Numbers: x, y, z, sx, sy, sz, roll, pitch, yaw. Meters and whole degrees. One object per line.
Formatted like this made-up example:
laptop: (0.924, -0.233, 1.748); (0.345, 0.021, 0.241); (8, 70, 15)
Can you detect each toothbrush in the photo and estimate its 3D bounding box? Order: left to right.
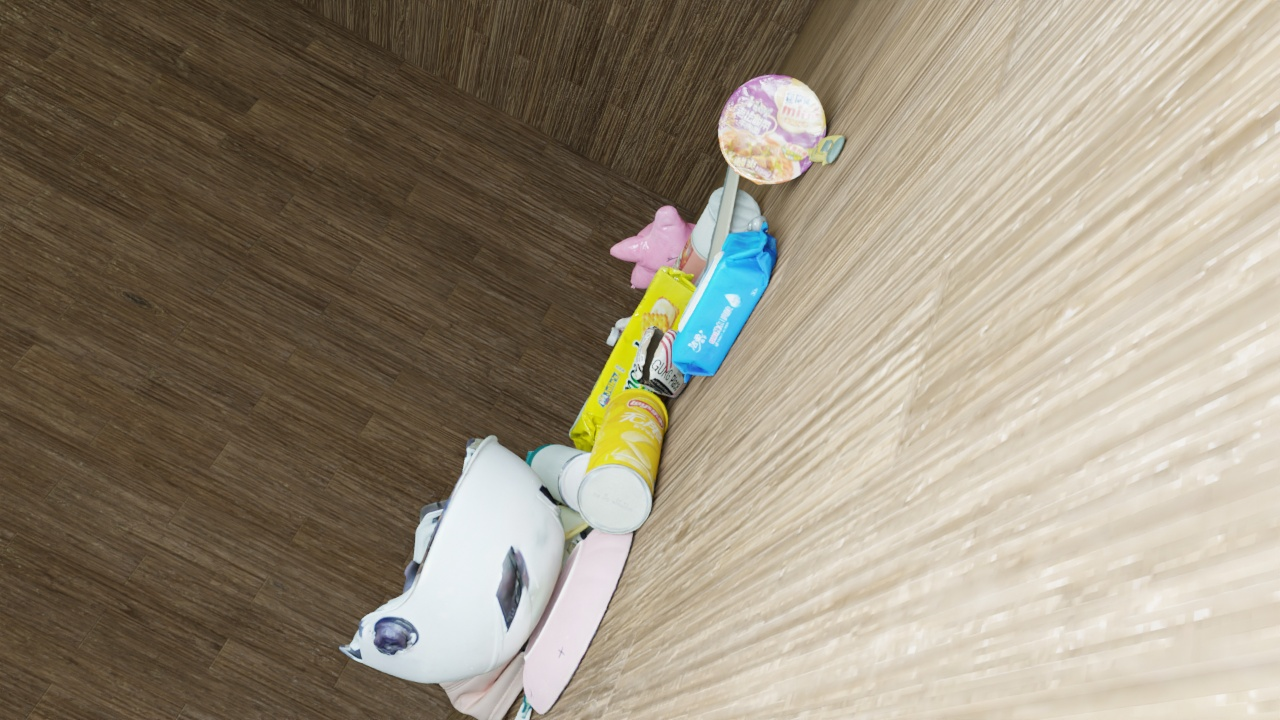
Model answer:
toothbrush: (-0.113, 0.346, 0.918); (0.191, 0.016, 0.018); (-71, -1, -73)

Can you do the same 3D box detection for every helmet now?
helmet: (-0.153, 0.200, 0.862); (0.259, 0.146, 0.228); (-51, 11, 38)

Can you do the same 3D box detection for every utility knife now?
utility knife: (0.174, -0.197, 0.863); (0.031, 0.018, 0.151); (-56, 0, 12)

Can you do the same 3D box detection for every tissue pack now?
tissue pack: (0.078, -0.060, 0.873); (0.157, 0.052, 0.094); (-61, 3, 25)

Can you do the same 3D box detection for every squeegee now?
squeegee: (0.116, -0.133, 1.030); (0.246, 0.039, 0.246); (175, 107, -84)

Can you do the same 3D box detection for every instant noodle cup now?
instant noodle cup: (0.142, -0.244, 0.997); (0.111, 0.111, 0.099); (-62, -4, 9)

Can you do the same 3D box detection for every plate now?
plate: (-0.066, 0.233, 0.865); (0.192, 0.039, 0.192); (-63, 3, 5)

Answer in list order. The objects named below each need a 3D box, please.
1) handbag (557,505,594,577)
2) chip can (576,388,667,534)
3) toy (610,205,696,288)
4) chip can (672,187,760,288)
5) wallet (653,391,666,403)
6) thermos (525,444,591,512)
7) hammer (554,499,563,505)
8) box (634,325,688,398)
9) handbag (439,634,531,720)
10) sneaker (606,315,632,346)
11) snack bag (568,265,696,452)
handbag: (-0.082, 0.206, 1.065); (0.178, 0.063, 0.164); (-36, 10, -19)
chip can: (-0.015, 0.093, 0.917); (0.072, 0.072, 0.213); (-62, 3, 17)
toy: (0.050, -0.159, 1.385); (0.179, 0.194, 0.074); (-38, 56, 38)
chip can: (0.092, -0.145, 1.261); (0.071, 0.071, 0.215); (-64, 3, -32)
wallet: (-0.018, 0.098, 1.193); (0.119, 0.035, 0.130); (-33, 24, 44)
thermos: (-0.087, 0.137, 1.099); (0.073, 0.073, 0.224); (-63, 14, -9)
hammer: (-0.139, 0.221, 1.254); (0.323, 0.032, 0.126); (-47, 29, -7)
box: (0.021, 0.001, 0.987); (0.074, 0.064, 0.164); (-50, -16, -1)
handbag: (-0.140, 0.320, 1.151); (0.234, 0.093, 0.193); (-50, 6, 16)
sneaker: (0.002, -0.028, 1.323); (0.118, 0.088, 0.242); (-66, -10, -46)
snack bag: (-0.007, 0.007, 1.123); (0.246, 0.068, 0.158); (-61, 1, -14)
